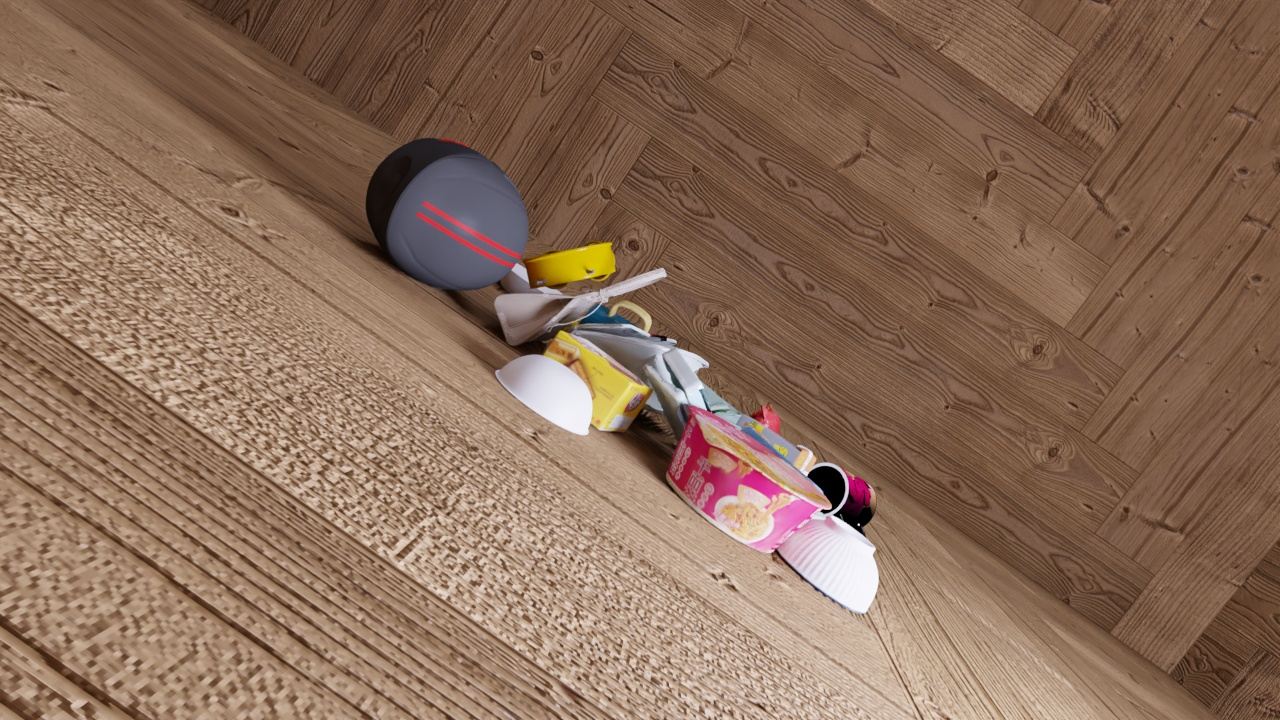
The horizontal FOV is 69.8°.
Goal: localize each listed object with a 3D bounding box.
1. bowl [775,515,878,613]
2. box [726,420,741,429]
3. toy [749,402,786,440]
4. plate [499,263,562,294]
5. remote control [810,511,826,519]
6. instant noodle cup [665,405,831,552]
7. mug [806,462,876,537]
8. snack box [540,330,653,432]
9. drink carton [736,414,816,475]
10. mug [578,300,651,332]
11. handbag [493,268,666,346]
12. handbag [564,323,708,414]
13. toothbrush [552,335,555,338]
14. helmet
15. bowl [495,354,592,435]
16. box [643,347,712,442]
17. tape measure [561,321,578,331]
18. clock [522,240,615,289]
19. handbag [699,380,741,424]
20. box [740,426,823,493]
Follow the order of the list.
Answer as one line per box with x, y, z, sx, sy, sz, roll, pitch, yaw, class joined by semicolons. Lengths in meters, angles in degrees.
0.207;0.206;0.975;0.118;0.062;0.118;34;6;-5;bowl
0.109;0.105;1.289;0.058;0.062;0.188;-11;-16;22;box
0.215;0.131;1.458;0.133;0.094;0.088;36;6;-2;toy
-0.179;-0.114;1.505;0.174;0.036;0.174;34;6;-4;plate
0.226;0.209;1.231;0.049;0.024;0.143;39;7;34;remote control
0.102;0.129;0.953;0.178;0.078;0.178;34;7;-5;instant noodle cup
0.298;0.218;1.358;0.098;0.082;0.118;28;37;-47;mug
-0.053;0.023;1.000;0.106;0.061;0.083;36;5;18;snack box
0.192;0.139;1.369;0.125;0.076;0.048;35;5;42;drink carton
-0.032;-0.036;1.341;0.107;0.114;0.083;35;32;13;mug
-0.063;-0.079;1.146;0.175;0.198;0.062;-28;99;-83;handbag
-0.007;0.007;1.171;0.142;0.096;0.198;18;2;21;handbag
-0.089;-0.011;1.295;0.190;0.016;0.017;35;4;-1;toothbrush
-0.218;-0.164;1.076;0.170;0.164;0.264;35;5;12;helmet
-0.086;0.025;0.908;0.110;0.040;0.110;34;6;-4;bowl
0.060;0.065;1.069;0.083;0.066;0.199;30;-20;27;box
-0.124;-0.061;1.393;0.065;0.037;0.064;39;7;32;tape measure
-0.087;-0.120;1.164;0.152;0.113;0.052;-63;142;-82;clock
0.082;0.066;1.373;0.122;0.067;0.106;39;9;33;handbag
0.171;0.155;1.140;0.078;0.074;0.209;36;5;-25;box
